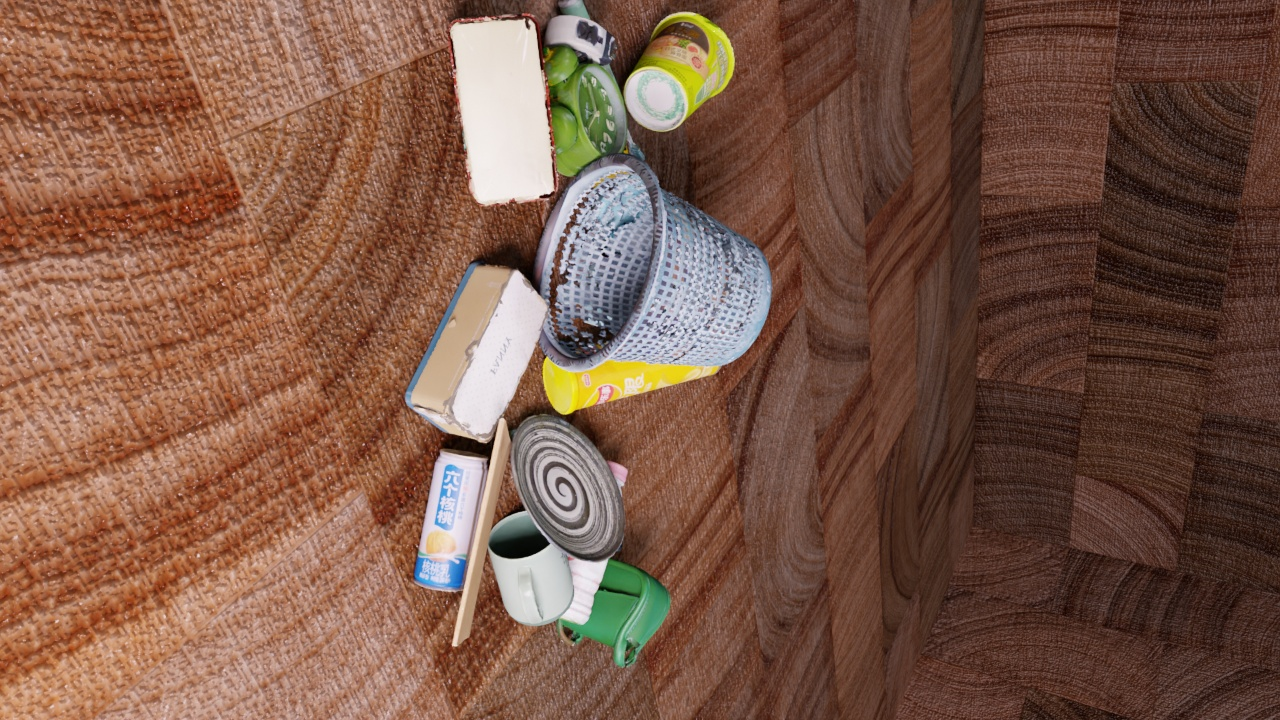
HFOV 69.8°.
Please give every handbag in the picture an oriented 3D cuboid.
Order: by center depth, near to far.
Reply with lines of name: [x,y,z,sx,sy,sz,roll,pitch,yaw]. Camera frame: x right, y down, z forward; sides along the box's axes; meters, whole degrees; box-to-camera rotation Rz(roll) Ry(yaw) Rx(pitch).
handbag: [-0.036,0.310,1.143,0.068,0.131,0.120,45,64,-43]

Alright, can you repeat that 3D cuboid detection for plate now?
plate: [-0.084,0.143,1.021,0.179,0.024,0.179,39,34,-33]

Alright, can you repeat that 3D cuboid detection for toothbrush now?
toothbrush: [-0.041,-0.318,1.057,0.026,0.027,0.225,-46,138,-17]

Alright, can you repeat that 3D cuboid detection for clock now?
clock: [-0.071,-0.262,0.964,0.161,0.056,0.116,14,73,-59]

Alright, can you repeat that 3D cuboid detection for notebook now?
notebook: [-0.156,0.172,0.915,0.150,0.012,0.211,116,-16,-75]

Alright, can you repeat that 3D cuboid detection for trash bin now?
trash bin: [0.022,-0.082,0.981,0.194,0.227,0.226,14,86,-37]

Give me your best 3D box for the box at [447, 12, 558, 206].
box: [-0.129,-0.233,0.856,0.077,0.091,0.168,-112,-164,-67]

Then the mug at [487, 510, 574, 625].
mug: [-0.119,0.241,1.013,0.111,0.082,0.106,-101,-178,-62]

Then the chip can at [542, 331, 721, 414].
chip can: [-0.006,0.006,1.084,0.212,0.072,0.072,-13,111,-31]

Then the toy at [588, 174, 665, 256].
toy: [-0.012,-0.166,1.106,0.161,0.050,0.157,-45,159,-29]

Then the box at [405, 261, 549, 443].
box: [-0.157,-0.015,0.921,0.090,0.061,0.184,53,52,-51]

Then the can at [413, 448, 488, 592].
can: [-0.189,0.159,0.921,0.053,0.053,0.134,13,87,-59]

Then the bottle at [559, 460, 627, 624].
bottle: [-0.066,0.219,1.126,0.068,0.068,0.196,46,58,-53]

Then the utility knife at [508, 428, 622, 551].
utility knife: [-0.085,0.151,1.060,0.215,0.015,0.033,50,38,-25]

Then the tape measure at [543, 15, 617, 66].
tape measure: [-0.068,-0.335,0.969,0.066,0.066,0.033,18,77,-53]

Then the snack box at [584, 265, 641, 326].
snack box: [0.017,-0.084,1.108,0.174,0.052,0.074,-4,100,-22]

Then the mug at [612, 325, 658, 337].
mug: [0.012,-0.042,1.176,0.123,0.084,0.103,12,90,-46]

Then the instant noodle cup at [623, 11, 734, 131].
instant noodle cup: [0.040,-0.335,1.089,0.123,0.112,0.112,-60,144,-41]

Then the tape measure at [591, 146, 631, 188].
tape measure: [-0.039,-0.229,1.054,0.028,0.060,0.057,8,67,-57]
